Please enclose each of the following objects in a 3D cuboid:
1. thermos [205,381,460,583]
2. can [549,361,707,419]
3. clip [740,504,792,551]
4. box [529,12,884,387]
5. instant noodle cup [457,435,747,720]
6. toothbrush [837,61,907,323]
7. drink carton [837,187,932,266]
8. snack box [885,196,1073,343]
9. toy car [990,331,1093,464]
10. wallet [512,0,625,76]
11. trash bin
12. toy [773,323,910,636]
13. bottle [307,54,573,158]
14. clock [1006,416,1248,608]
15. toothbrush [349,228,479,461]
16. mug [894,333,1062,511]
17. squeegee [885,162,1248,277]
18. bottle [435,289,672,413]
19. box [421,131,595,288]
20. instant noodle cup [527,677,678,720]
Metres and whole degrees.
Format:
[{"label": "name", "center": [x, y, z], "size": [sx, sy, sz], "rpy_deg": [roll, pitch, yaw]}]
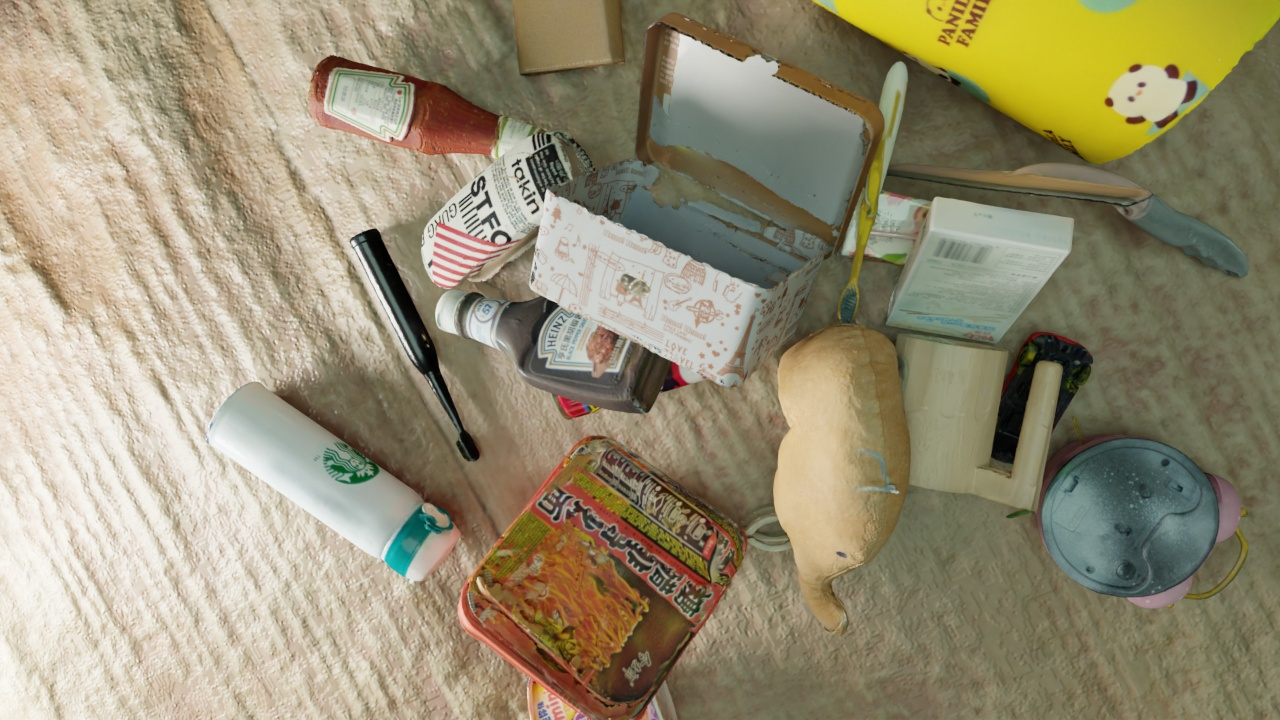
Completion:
[{"label": "thermos", "center": [-0.257, 0.105, 0.783], "size": [0.224, 0.073, 0.073], "rpy_deg": [34, 103, 4]}, {"label": "can", "center": [-0.004, 0.004, 0.728], "size": [0.133, 0.053, 0.053], "rpy_deg": [-17, 95, 12]}, {"label": "clip", "center": [0.129, 0.134, 0.736], "size": [0.097, 0.034, 0.061], "rpy_deg": [-7, 96, 3]}, {"label": "box", "center": [0.050, -0.119, 0.630], "size": [0.183, 0.155, 0.193], "rpy_deg": [27, 124, 18]}, {"label": "instant noodle cup", "center": [-0.028, 0.172, 0.715], "size": [0.164, 0.079, 0.188], "rpy_deg": [34, 66, 12]}, {"label": "toothbrush", "center": [0.160, -0.110, 0.640], "size": [0.016, 0.018, 0.192], "rpy_deg": [10, 119, 8]}, {"label": "drink carton", "center": [0.212, -0.091, 0.678], "size": [0.122, 0.045, 0.053], "rpy_deg": [12, 99, 8]}, {"label": "snack box", "center": [0.225, -0.057, 0.628], "size": [0.085, 0.157, 0.026], "rpy_deg": [10, 72, 8]}, {"label": "toy car", "center": [0.292, 0.029, 0.687], "size": [0.049, 0.031, 0.106], "rpy_deg": [20, 114, 5]}, {"label": "wallet", "center": [-0.058, -0.283, 0.707], "size": [0.090, 0.033, 0.115], "rpy_deg": [-3, 99, 14]}, {"label": "trash bin", "center": [0.240, -0.270, 0.564], "size": [0.255, 0.229, 0.230], "rpy_deg": [34, 103, -2]}, {"label": "toy", "center": [0.139, 0.085, 0.654], "size": [0.082, 0.143, 0.226], "rpy_deg": [5, 83, -10]}, {"label": "bottle", "center": [-0.156, -0.189, 0.727], "size": [0.206, 0.059, 0.060], "rpy_deg": [15, 101, 2]}, {"label": "clock", "center": [0.366, 0.118, 0.673], "size": [0.158, 0.059, 0.117], "rpy_deg": [30, 101, 6]}, {"label": "toothbrush", "center": [-0.187, -0.010, 0.776], "size": [0.027, 0.026, 0.212], "rpy_deg": [-20, 97, 47]}, {"label": "mug", "center": [0.234, 0.041, 0.662], "size": [0.125, 0.084, 0.103], "rpy_deg": [16, 101, 46]}, {"label": "squeegee", "center": [0.323, -0.100, 0.613], "size": [0.249, 0.247, 0.040], "rpy_deg": [13, 100, -21]}, {"label": "bottle", "center": [-0.071, -0.018, 0.705], "size": [0.195, 0.044, 0.079], "rpy_deg": [16, 73, 25]}, {"label": "box", "center": [-0.101, -0.118, 0.720], "size": [0.164, 0.080, 0.075], "rpy_deg": [-34, 76, 33]}, {"label": "instant noodle cup", "center": [-0.026, 0.292, 0.753], "size": [0.099, 0.111, 0.111], "rpy_deg": [-21, 94, 4]}]
